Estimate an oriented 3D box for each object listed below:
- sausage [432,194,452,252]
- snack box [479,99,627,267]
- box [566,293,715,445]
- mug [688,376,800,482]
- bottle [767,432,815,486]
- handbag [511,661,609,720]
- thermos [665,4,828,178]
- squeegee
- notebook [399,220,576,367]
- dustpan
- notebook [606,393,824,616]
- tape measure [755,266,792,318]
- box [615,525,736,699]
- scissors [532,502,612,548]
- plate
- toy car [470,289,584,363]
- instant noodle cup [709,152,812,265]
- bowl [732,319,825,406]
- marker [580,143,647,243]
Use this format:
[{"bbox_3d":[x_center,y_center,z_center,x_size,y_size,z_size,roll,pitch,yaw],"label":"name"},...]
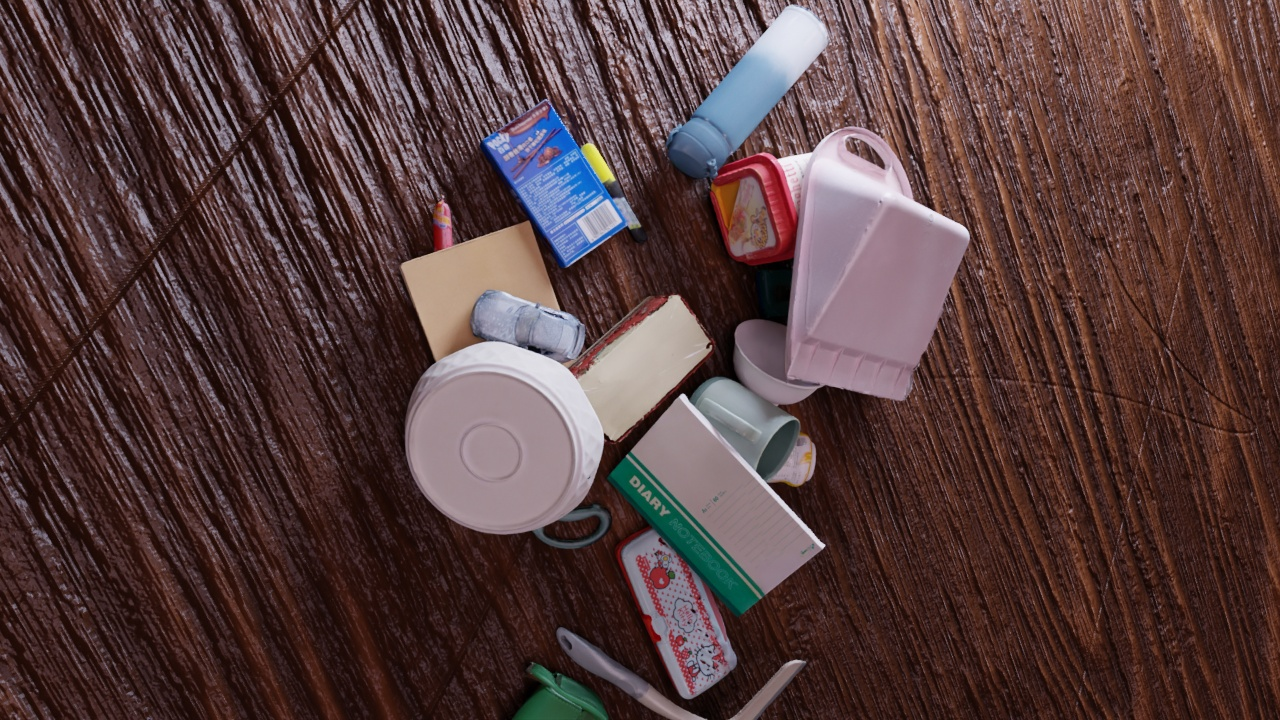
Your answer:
[{"bbox_3d":[-0.202,-0.092,0.948,0.020,0.020,0.156,-5,95,-18],"label":"sausage"},{"bbox_3d":[-0.091,-0.186,0.974,0.084,0.026,0.157,-37,104,-13],"label":"snack box"},{"bbox_3d":[-0.006,0.006,0.978,0.168,0.079,0.091,-42,105,-19],"label":"box"},{"bbox_3d":[0.100,0.068,0.979,0.082,0.106,0.111,-57,151,0],"label":"mug"},{"bbox_3d":[0.144,0.107,1.053,0.108,0.063,0.063,10,90,-5],"label":"bottle"},{"bbox_3d":[-0.104,0.406,0.993,0.120,0.068,0.131,39,82,-9],"label":"handbag"},{"bbox_3d":[0.117,-0.295,1.016,0.070,0.070,0.220,44,80,-16],"label":"thermos"},{"bbox_3d":[0.012,0.365,1.011,0.246,0.039,0.247,31,113,-4],"label":"squeegee"},{"bbox_3d":[-0.147,-0.026,0.962,0.147,0.008,0.208,-23,103,-23],"label":"notebook"},{"bbox_3d":[0.240,-0.107,1.013,0.222,0.139,0.274,15,106,-42],"label":"dustpan"},{"bbox_3d":[0.073,0.156,0.966,0.209,0.151,0.012,46,36,10],"label":"notebook"},{"bbox_3d":[0.162,-0.079,1.064,0.054,0.025,0.058,-7,92,-19],"label":"tape measure"},{"bbox_3d":[0.044,0.281,1.039,0.087,0.048,0.201,-25,100,-15],"label":"box"},{"bbox_3d":[-0.098,0.153,0.999,0.173,0.019,0.177,-35,104,-15],"label":"scissors"},{"bbox_3d":[-0.143,0.086,0.918,0.205,0.045,0.205,2,105,8],"label":"plate"},{"bbox_3d":[-0.116,-0.035,0.953,0.120,0.037,0.054,18,85,-23],"label":"toy car"},{"bbox_3d":[0.161,-0.177,1.020,0.124,0.117,0.116,-23,101,-28],"label":"instant noodle cup"},{"bbox_3d":[0.149,0.014,1.038,0.118,0.118,0.065,10,126,-19],"label":"bowl"},{"bbox_3d":[-0.028,-0.181,1.003,0.018,0.015,0.124,-36,107,-12],"label":"marker"}]
